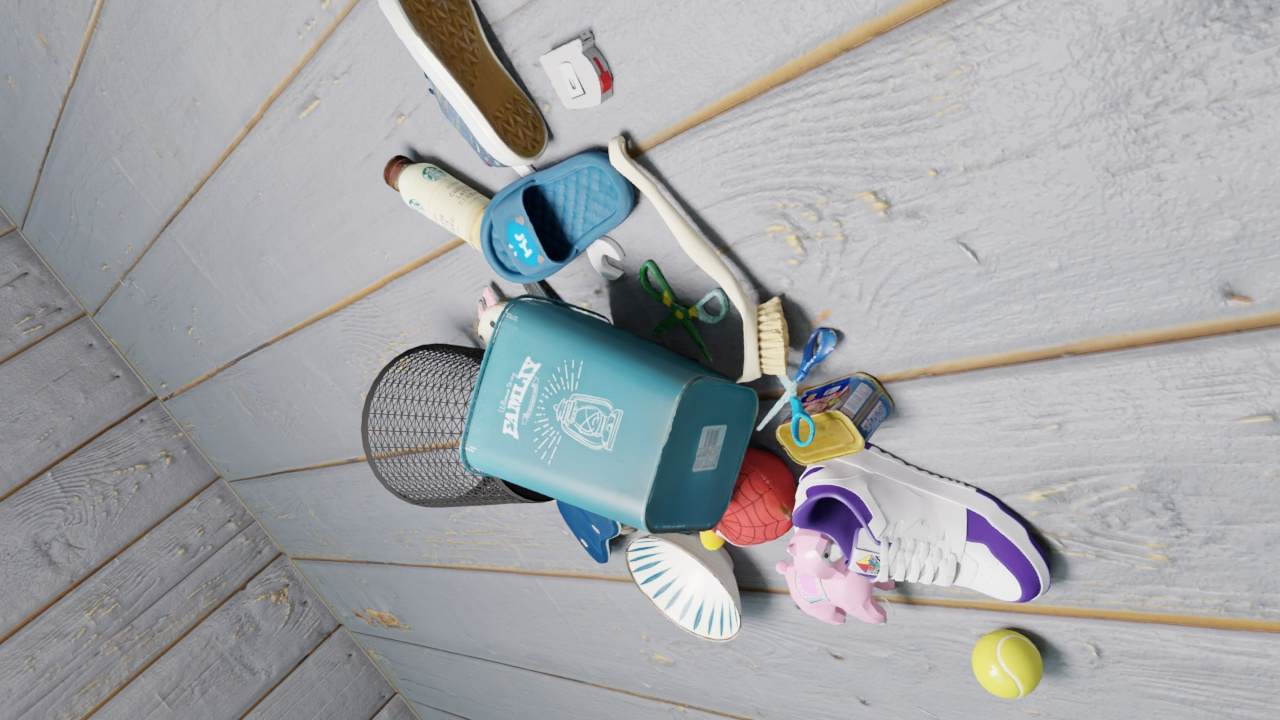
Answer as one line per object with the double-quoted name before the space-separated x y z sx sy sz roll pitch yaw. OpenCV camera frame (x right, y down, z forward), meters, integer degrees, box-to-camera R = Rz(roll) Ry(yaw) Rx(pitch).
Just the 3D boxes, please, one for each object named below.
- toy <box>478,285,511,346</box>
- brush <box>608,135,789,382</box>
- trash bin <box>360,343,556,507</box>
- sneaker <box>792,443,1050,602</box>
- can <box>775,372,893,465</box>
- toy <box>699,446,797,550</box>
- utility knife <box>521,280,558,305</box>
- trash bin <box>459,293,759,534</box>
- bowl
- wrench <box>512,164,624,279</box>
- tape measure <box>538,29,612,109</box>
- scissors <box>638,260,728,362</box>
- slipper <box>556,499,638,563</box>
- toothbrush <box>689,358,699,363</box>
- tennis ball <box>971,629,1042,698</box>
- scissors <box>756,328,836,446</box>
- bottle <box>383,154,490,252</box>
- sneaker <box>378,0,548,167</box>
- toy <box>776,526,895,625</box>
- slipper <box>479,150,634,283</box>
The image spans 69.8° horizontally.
"toy" -0.169 -0.040 1.144 0.112 0.050 0.087 54 145 -2
"brush" 0.055 -0.096 0.852 0.272 0.077 0.062 55 -179 -1
"trash bin" -0.187 0.082 1.125 0.244 0.216 0.217 -2 123 48
"sneaker" 0.251 0.167 0.856 0.244 0.110 0.092 28 141 25
"can" 0.181 0.056 0.864 0.054 0.058 0.100 52 144 -8
"toy" 0.082 0.138 1.014 0.217 0.098 0.147 8 140 43
"utility knife" -0.107 -0.063 1.068 0.203 0.020 0.029 54 140 1
"trash bin" -0.023 0.061 0.915 0.219 0.199 0.196 19 94 35
"bowl" 0.071 0.273 1.180 0.177 0.070 0.178 27 140 25
"wrench" -0.113 -0.191 0.965 0.273 0.009 0.047 47 145 -1
"tape measure" -0.057 -0.259 0.831 0.060 0.020 0.062 -3 122 47
"scissors" 0.044 -0.051 0.940 0.132 0.011 0.125 -16 111 52
"slipper" -0.058 0.204 1.248 0.118 0.060 0.295 46 160 8
"toothbrush" -0.006 0.006 1.045 0.190 0.016 0.017 0 132 46
"tennis ball" 0.364 0.301 0.911 0.065 0.065 0.065 27 141 25
"scissors" 0.147 0.024 0.856 0.014 0.127 0.134 17 110 -20
"bottle" -0.223 -0.183 1.045 0.162 0.056 0.057 32 143 19
"sneaker" -0.185 -0.283 0.885 0.079 0.087 0.235 -12 119 48
"toy" 0.198 0.225 0.975 0.157 0.067 0.124 39 148 -25
"slipper" -0.095 -0.143 0.931 0.214 0.059 0.104 -25 103 41
